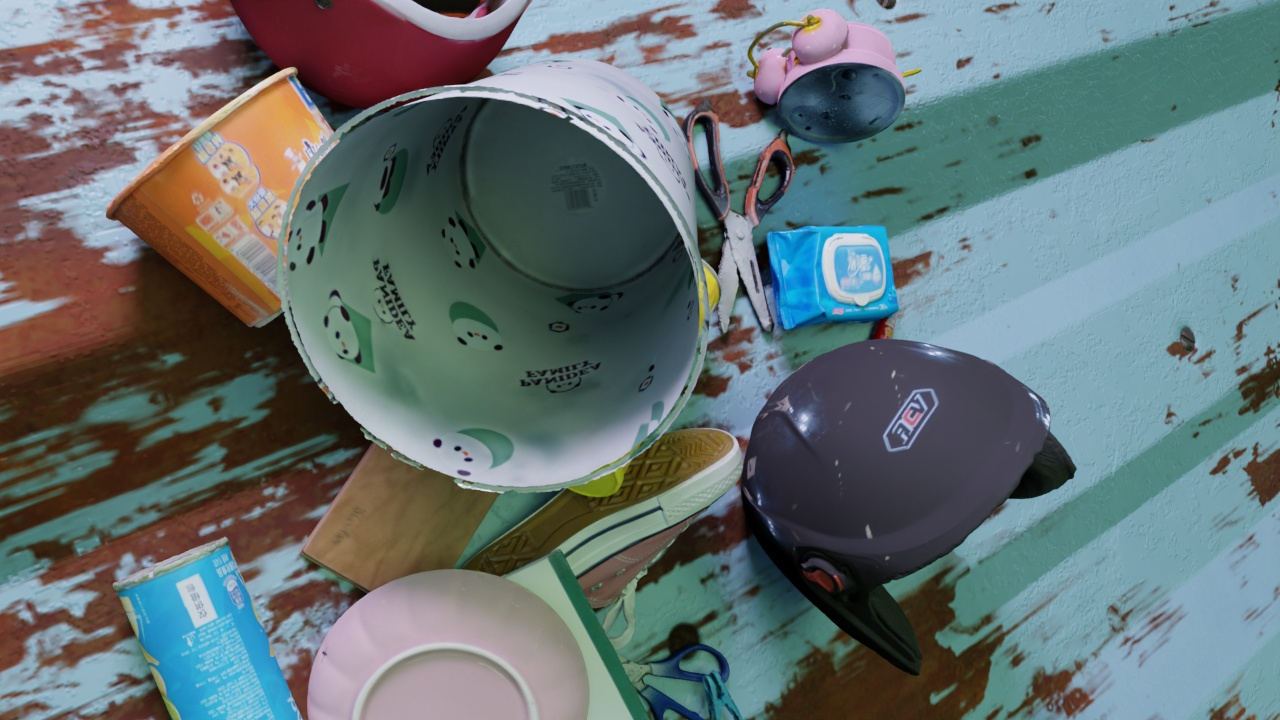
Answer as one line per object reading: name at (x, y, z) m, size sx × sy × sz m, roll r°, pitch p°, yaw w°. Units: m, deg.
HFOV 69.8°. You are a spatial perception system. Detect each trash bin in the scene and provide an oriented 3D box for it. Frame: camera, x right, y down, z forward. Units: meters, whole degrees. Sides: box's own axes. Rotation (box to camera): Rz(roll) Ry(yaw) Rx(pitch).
trash bin at (-0.064, -0.082, 0.586) m, size 0.229 × 0.230 × 0.251 m, roll 44°, pitch 24°, yaw -15°

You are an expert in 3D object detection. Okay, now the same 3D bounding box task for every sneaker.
sneaker at (-0.021, 0.140, 0.698) m, size 0.241 × 0.118 × 0.088 m, roll -32°, pitch 118°, yaw -8°

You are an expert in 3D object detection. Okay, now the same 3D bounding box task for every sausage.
sausage at (0.220, 0.016, 0.892) m, size 0.020 × 0.020 × 0.155 m, roll 33°, pitch 69°, yaw -19°

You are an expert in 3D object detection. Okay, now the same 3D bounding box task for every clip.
clip at (0.066, 0.283, 0.759) m, size 0.037 × 0.013 × 0.055 m, roll -20°, pitch 96°, yaw -32°

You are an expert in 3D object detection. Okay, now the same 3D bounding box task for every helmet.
helmet at (-0.203, -0.276, 0.651) m, size 0.240 × 0.144 × 0.206 m, roll 47°, pitch 49°, yaw 8°
helmet at (0.198, 0.092, 0.732) m, size 0.230 × 0.275 × 0.233 m, roll 39°, pitch 72°, yaw 13°

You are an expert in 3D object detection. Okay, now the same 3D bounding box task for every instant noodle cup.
instant noodle cup at (-0.247, -0.100, 0.602) m, size 0.151 × 0.152 × 0.111 m, roll -49°, pitch 112°, yaw -25°

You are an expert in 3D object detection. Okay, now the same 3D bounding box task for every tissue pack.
tissue pack at (0.182, -0.080, 0.859) m, size 0.156 × 0.052 × 0.095 m, roll -7°, pitch 88°, yaw -37°

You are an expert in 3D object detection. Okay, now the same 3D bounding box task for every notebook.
notebook at (-0.077, 0.253, 0.652) m, size 0.150 × 0.012 × 0.209 m, roll -26°, pitch 101°, yaw 1°

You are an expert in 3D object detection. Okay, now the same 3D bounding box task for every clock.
clock at (0.173, -0.268, 0.860) m, size 0.158 × 0.117 × 0.059 m, roll 15°, pitch 65°, yaw -27°

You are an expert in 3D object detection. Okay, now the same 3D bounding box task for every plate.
plate at (-0.129, 0.238, 0.617) m, size 0.192 × 0.039 × 0.192 m, roll -1°, pitch 100°, yaw -6°

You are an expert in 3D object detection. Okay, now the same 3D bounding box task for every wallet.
wallet at (-0.173, 0.117, 0.673) m, size 0.101 × 0.020 × 0.115 m, roll 36°, pitch 70°, yaw -17°

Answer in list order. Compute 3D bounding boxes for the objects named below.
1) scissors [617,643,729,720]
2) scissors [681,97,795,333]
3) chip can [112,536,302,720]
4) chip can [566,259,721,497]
scissors at (-0.001, 0.265, 0.742) m, size 0.169 × 0.012 × 0.144 m, roll -8°, pitch 86°, yaw -28°
scissors at (0.092, -0.139, 0.852) m, size 0.189 × 0.015 × 0.223 m, roll 44°, pitch 65°, yaw -15°
chip can at (-0.258, 0.223, 0.583) m, size 0.071 × 0.071 × 0.210 m, roll -23°, pitch 92°, yaw -28°
chip can at (-0.004, 0.004, 0.719) m, size 0.072 × 0.072 × 0.212 m, roll 43°, pitch 52°, yaw -15°
